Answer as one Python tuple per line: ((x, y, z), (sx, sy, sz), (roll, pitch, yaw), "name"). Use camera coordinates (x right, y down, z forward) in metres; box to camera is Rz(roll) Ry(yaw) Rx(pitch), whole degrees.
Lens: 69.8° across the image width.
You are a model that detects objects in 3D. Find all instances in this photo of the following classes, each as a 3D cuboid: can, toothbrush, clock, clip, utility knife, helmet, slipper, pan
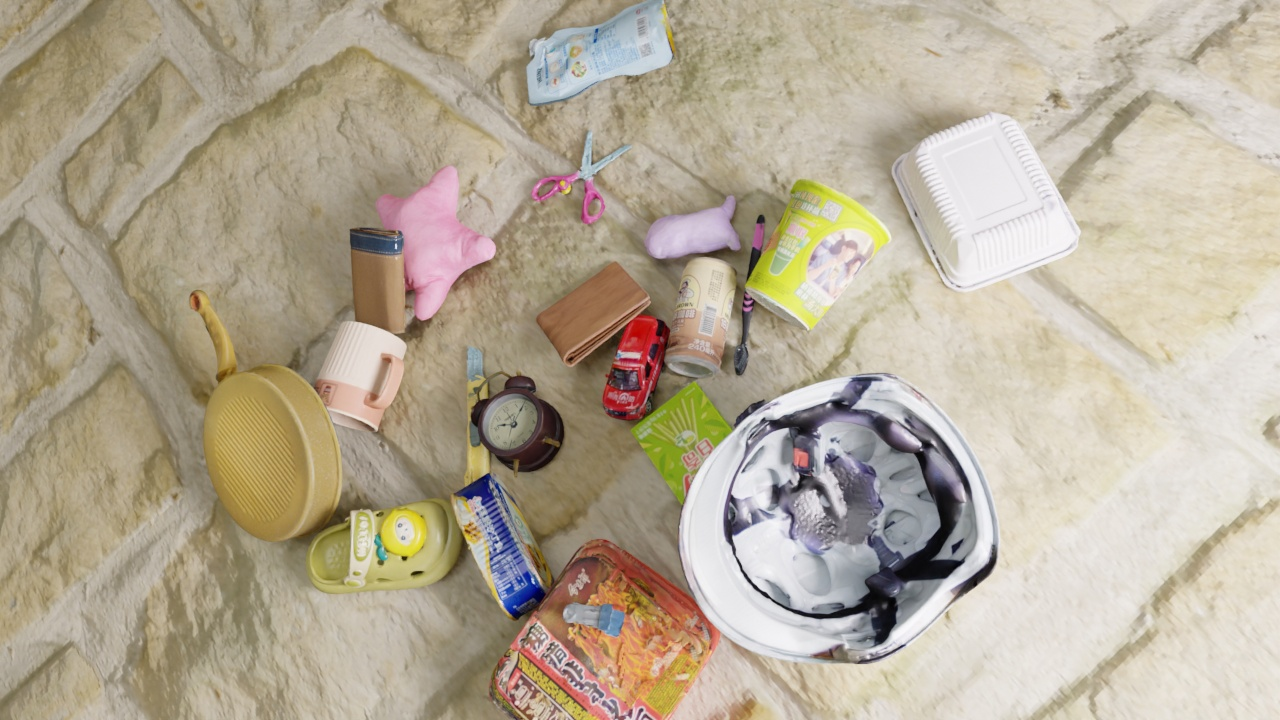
((-0.139, 0.185, 0.927), (0.049, 0.074, 0.148), (-32, 64, 0), "can")
((0.116, -0.074, 0.974), (0.014, 0.018, 0.189), (3, 70, 21), "toothbrush")
((-0.135, 0.064, 0.981), (0.082, 0.055, 0.122), (-36, 62, 2), "clock")
((-0.045, 0.229, 0.825), (0.058, 0.045, 0.027), (3, 68, 31), "clip")
((-0.182, 0.070, 1.020), (0.031, 0.020, 0.187), (-8, 63, 9), "utility knife")
((0.161, 0.136, 0.799), (0.258, 0.146, 0.229), (-32, 82, 1), "helmet")
((-0.281, 0.198, 0.966), (0.191, 0.081, 0.091), (-15, 69, 15), "slipper")
((0.063, -0.044, 0.956), (0.058, 0.058, 0.116), (6, 72, 20), "can")
((-0.451, 0.046, 1.049), (0.357, 0.078, 0.198), (47, 119, 17), "pan")

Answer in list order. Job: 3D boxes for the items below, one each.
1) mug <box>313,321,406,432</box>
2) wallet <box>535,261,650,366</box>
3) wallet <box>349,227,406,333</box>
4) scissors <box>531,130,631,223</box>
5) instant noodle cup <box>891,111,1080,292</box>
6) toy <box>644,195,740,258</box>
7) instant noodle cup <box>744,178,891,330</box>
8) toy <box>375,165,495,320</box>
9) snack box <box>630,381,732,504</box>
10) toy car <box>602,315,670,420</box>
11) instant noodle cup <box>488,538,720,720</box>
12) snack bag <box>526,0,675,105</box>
((-0.310, 0.019, 1.034), (0.115, 0.081, 0.105), (0, 66, 41), "mug")
((-0.053, -0.054, 1.000), (0.115, 0.020, 0.101), (-36, 38, -1), "wallet")
((-0.302, -0.094, 1.058), (0.090, 0.033, 0.115), (13, 107, 38), "wallet")
((-0.064, -0.215, 1.088), (0.133, 0.017, 0.131), (-31, 61, 1), "scissors")
((0.340, -0.169, 0.914), (0.138, 0.060, 0.173), (-21, 64, 10), "instant noodle cup")
((0.056, -0.143, 1.008), (0.108, 0.039, 0.083), (-11, 49, 17), "toy")
((0.169, -0.100, 0.922), (0.112, 0.111, 0.123), (35, 90, 26), "instant noodle cup")
((-0.266, -0.138, 1.093), (0.179, 0.074, 0.194), (-40, 60, 14), "toy")
((0.067, 0.105, 0.916), (0.086, 0.026, 0.156), (-37, 64, 3), "snack box")
((-0.006, 0.006, 0.960), (0.053, 0.045, 0.120), (4, 61, 24), "toy car")
((-0.029, 0.278, 0.852), (0.164, 0.079, 0.188), (32, 83, 25), "instant noodle cup")
((-0.054, -0.381, 1.135), (0.191, 0.039, 0.110), (-15, 71, 14), "snack bag")
